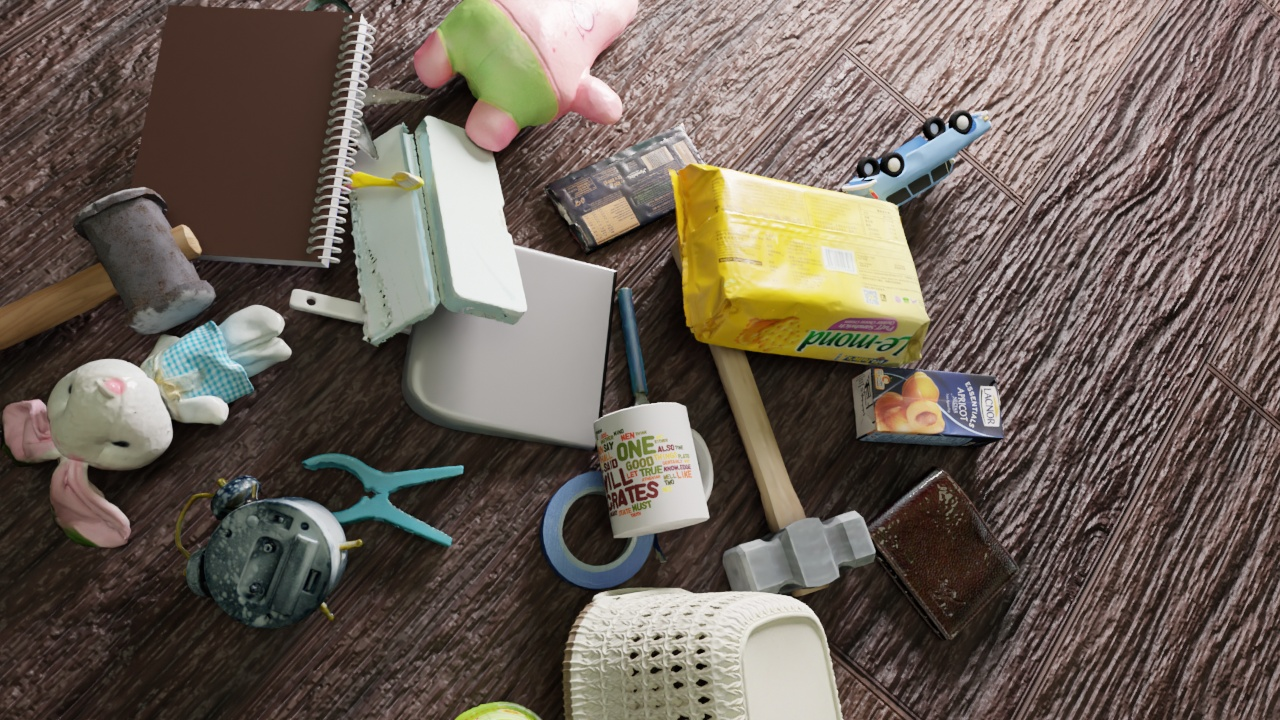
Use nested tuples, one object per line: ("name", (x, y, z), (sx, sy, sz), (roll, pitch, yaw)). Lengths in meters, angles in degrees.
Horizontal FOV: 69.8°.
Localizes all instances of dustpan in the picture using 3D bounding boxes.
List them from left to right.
("dustpan", (-0.151, -0.026, 0.751), (0.257, 0.033, 0.163), (13, 69, -20))

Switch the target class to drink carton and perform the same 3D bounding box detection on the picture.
("drink carton", (0.261, 0.044, 0.832), (0.130, 0.040, 0.064), (5, 73, -14))

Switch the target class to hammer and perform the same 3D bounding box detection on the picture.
("hammer", (-0.467, -0.011, 0.639), (0.328, 0.052, 0.098), (-30, 86, -13))
("hammer", (0.091, 0.040, 0.786), (0.117, 0.051, 0.322), (-12, 74, -21))

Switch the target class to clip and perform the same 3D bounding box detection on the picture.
("clip", (-0.201, 0.118, 0.695), (0.126, 0.028, 0.113), (19, 68, -10))

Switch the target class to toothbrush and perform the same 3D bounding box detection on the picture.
("toothbrush", (-0.229, -0.143, 0.731), (0.136, 0.016, 0.021), (5, 77, 27))

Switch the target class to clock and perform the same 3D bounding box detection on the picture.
("clock", (-0.267, 0.134, 0.646), (0.129, 0.052, 0.090), (22, 90, -1))

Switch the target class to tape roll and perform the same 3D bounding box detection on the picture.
("tape roll", (-0.034, 0.136, 0.737), (0.093, 0.016, 0.091), (-17, 78, -19))

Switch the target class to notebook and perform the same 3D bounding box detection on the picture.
("notebook", (-0.306, -0.180, 0.724), (0.171, 0.022, 0.209), (4, 78, 4))

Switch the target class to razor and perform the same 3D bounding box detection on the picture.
("razor", (-0.005, 0.005, 0.784), (0.042, 0.022, 0.143), (-3, 73, -17))

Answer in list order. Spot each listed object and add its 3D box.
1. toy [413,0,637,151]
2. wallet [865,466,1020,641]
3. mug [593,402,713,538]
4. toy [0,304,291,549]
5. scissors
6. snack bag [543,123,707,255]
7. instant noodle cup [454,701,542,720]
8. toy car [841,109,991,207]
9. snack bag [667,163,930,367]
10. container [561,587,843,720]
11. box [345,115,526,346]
("toy", (-0.082, -0.284, 0.816), (0.236, 0.097, 0.192), (-40, 93, -31))
("wallet", (0.262, 0.167, 0.801), (0.099, 0.031, 0.120), (-35, 86, -19))
("mug", (0.018, 0.086, 0.723), (0.105, 0.074, 0.089), (3, 69, -43))
("toy", (-0.338, 0.029, 0.643), (0.205, 0.106, 0.131), (-36, 88, -20))
("scissors", (-0.288, -0.222, 0.764), (0.204, 0.015, 0.201), (-25, 63, -11))
("snack bag", (-0.005, -0.157, 0.835), (0.155, 0.018, 0.074), (-29, 82, -21))
("instant noodle cup", (-0.093, 0.287, 0.626), (0.099, 0.108, 0.098), (5, 71, -14))
("toy car", (0.271, -0.194, 0.891), (0.153, 0.056, 0.055), (-32, 105, -11))
("snack bag", (0.141, -0.084, 0.801), (0.247, 0.068, 0.159), (6, 64, -22))
("container", (0.051, 0.273, 0.624), (0.184, 0.143, 0.246), (10, 67, -52))
("box", (-0.167, -0.105, 0.735), (0.125, 0.075, 0.197), (-19, 58, 5))
